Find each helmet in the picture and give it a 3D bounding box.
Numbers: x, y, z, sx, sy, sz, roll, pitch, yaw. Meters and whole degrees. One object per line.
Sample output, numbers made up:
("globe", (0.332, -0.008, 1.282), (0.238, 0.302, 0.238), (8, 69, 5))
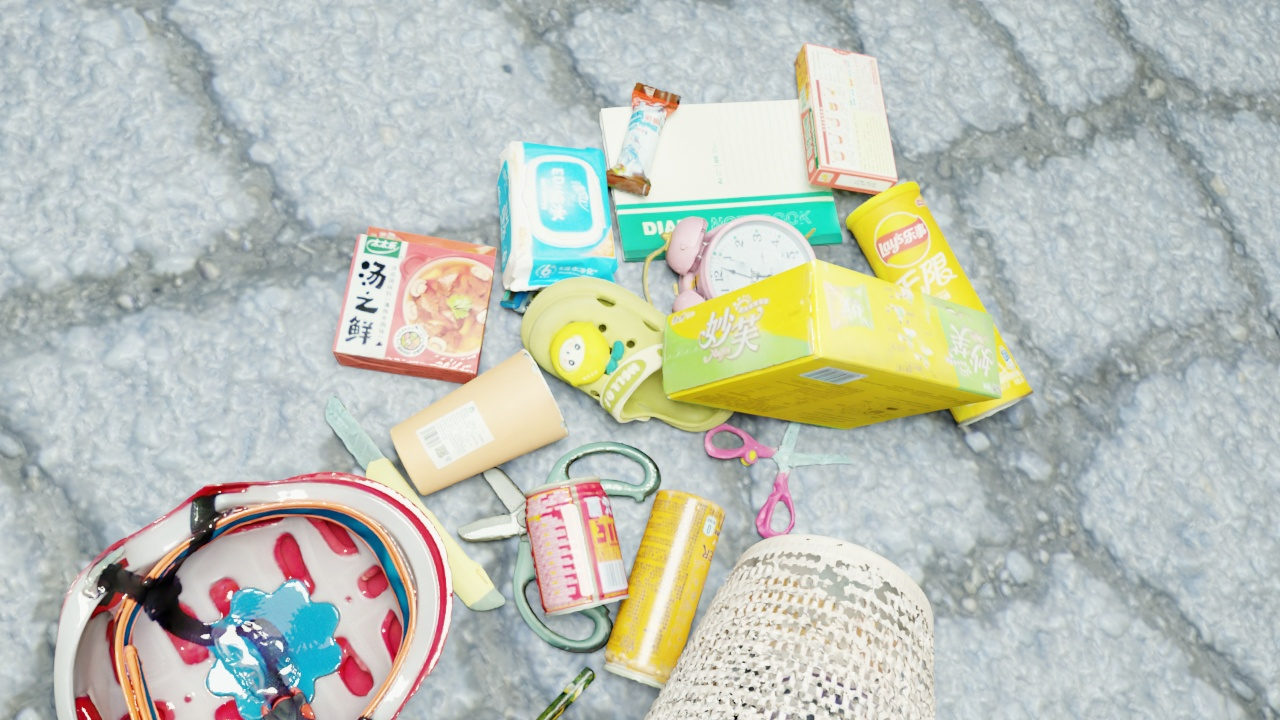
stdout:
("helmet", (-0.252, 0.192, 0.623), (0.239, 0.144, 0.207), (-30, 81, -30))

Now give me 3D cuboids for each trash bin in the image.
("trash bin", (0.112, 0.238, 0.634), (0.227, 0.228, 0.191), (29, 49, -1))

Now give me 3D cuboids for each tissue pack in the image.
("tissue pack", (-0.070, -0.118, 0.771), (0.090, 0.063, 0.140), (1, 68, -18))

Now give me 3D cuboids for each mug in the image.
("mug", (-0.127, 0.052, 0.717), (0.122, 0.078, 0.078), (-27, 80, -11))

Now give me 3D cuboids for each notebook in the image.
("notebook", (0.075, -0.169, 0.846), (0.209, 0.012, 0.150), (-6, 76, -12))

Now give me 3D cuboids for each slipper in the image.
("slipper", (-0.004, 0.004, 0.730), (0.190, 0.081, 0.092), (26, 110, -11))

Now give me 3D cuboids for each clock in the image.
("clock", (0.078, -0.068, 0.786), (0.158, 0.060, 0.117), (-3, 81, -10))

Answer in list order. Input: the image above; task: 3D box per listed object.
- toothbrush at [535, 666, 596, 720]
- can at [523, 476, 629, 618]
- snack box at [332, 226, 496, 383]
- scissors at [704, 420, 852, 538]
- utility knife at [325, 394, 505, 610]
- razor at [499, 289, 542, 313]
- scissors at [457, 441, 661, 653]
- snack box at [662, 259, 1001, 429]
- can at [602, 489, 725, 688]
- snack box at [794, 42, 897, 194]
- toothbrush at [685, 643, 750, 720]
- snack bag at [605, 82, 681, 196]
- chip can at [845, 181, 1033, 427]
("toothbrush", (-0.101, 0.299, 0.679), (0.012, 0.017, 0.185), (45, 72, 8))
("can", (-0.049, 0.139, 0.688), (0.066, 0.067, 0.093), (-10, 77, -12))
("snack box", (-0.181, -0.052, 0.751), (0.113, 0.044, 0.127), (8, 73, -7))
("scissors", (0.119, 0.089, 0.778), (0.133, 0.017, 0.135), (4, 71, -12))
("utility knife", (-0.182, 0.113, 0.716), (0.031, 0.022, 0.213), (-40, 90, 2))
("razor", (-0.046, -0.036, 0.781), (0.143, 0.022, 0.042), (15, 43, -2))
("scissors", (-0.053, 0.149, 0.730), (0.170, 0.019, 0.179), (-13, 78, -14))
("snack box", (0.144, -0.003, 0.695), (0.209, 0.158, 0.070), (10, 72, -36))
("can", (0.019, 0.176, 0.713), (0.058, 0.058, 0.145), (20, 72, -3))
("snack box", (0.190, -0.226, 0.853), (0.077, 0.027, 0.155), (7, 60, -12))
("toothbrush", (0.086, 0.285, 0.716), (0.014, 0.016, 0.189), (-39, 83, -22))
("snack bag", (0.001, -0.197, 0.819), (0.048, 0.026, 0.104), (17, 72, 8))
("chip can", (0.261, -0.050, 0.811), (0.072, 0.072, 0.213), (-23, 80, -15))
